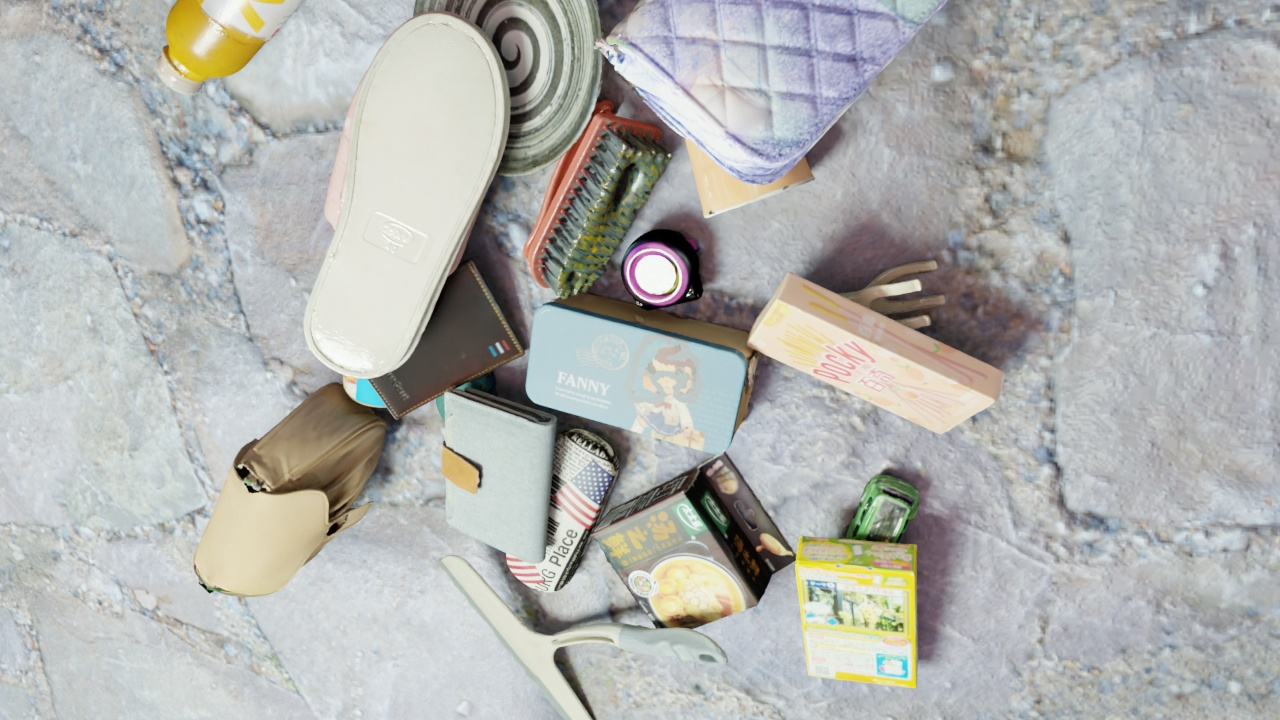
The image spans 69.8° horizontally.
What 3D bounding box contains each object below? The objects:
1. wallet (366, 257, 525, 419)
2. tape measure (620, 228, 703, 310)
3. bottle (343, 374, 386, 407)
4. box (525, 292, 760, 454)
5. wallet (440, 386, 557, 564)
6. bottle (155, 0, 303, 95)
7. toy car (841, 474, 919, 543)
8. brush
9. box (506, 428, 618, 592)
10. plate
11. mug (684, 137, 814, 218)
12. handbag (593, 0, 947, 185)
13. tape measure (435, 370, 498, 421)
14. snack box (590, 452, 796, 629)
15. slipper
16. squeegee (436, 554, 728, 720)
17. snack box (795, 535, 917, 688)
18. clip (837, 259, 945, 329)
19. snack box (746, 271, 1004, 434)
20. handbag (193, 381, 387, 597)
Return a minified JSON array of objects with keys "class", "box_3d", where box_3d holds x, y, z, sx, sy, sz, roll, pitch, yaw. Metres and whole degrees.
[{"class":"wallet","box_3d":[-0.167,-0.016,0.737,0.122,0.020,0.096,-27,120,-3]},{"class":"tape measure","box_3d":[0.016,-0.069,0.684,0.057,0.039,0.058,-13,109,23]},{"class":"bottle","box_3d":[-0.205,-0.070,0.745,0.065,0.065,0.219,15,113,13]},{"class":"box","box_3d":[-0.004,0.004,0.708,0.184,0.059,0.090,12,112,13]},{"class":"wallet","box_3d":[-0.121,0.094,0.755,0.107,0.036,0.130,17,115,24]},{"class":"bottle","box_3d":[-0.306,-0.277,0.701,0.190,0.067,0.068,-34,96,26]},{"class":"toy car","box_3d":[0.181,0.132,0.705,0.043,0.036,0.091,21,119,9]},{"class":"brush","box_3d":[-0.042,-0.115,0.679,0.069,0.063,0.146,50,123,31]},{"class":"box","box_3d":[-0.066,0.130,0.790,0.071,0.057,0.165,22,118,-6]},{"class":"plate","box_3d":[-0.095,-0.223,0.657,0.180,0.024,0.179,11,111,31]},{"class":"mug","box_3d":[0.061,-0.166,0.615,0.078,0.078,0.123,-16,99,23]},{"class":"handbag","box_3d":[0.087,-0.207,0.546,0.134,0.075,0.193,44,85,-1]},{"class":"tape measure","box_3d":[-0.149,0.035,0.787,0.058,0.025,0.054,-6,106,22]},{"class":"snack box","box_3d":[0.043,0.155,0.756,0.126,0.053,0.113,-31,97,31]},{"class":"slipper","box_3d":[-0.172,-0.115,0.672,0.114,0.054,0.275,19,104,-8]},{"class":"squeegee","box_3d":[-0.020,0.239,0.781,0.247,0.039,0.246,-15,116,41]},{"class":"snack box","box_3d":[0.170,0.197,0.713,0.087,0.033,0.140,1,129,19]},{"class":"clip","box_3d":[0.158,-0.037,0.632,0.103,0.092,0.035,-14,106,12]},{"class":"snack box","box_3d":[0.157,-0.002,0.631,0.157,0.026,0.085,24,159,2]},{"class":"handbag","box_3d":[-0.301,0.120,0.801,0.100,0.147,0.205,40,126,4]}]
